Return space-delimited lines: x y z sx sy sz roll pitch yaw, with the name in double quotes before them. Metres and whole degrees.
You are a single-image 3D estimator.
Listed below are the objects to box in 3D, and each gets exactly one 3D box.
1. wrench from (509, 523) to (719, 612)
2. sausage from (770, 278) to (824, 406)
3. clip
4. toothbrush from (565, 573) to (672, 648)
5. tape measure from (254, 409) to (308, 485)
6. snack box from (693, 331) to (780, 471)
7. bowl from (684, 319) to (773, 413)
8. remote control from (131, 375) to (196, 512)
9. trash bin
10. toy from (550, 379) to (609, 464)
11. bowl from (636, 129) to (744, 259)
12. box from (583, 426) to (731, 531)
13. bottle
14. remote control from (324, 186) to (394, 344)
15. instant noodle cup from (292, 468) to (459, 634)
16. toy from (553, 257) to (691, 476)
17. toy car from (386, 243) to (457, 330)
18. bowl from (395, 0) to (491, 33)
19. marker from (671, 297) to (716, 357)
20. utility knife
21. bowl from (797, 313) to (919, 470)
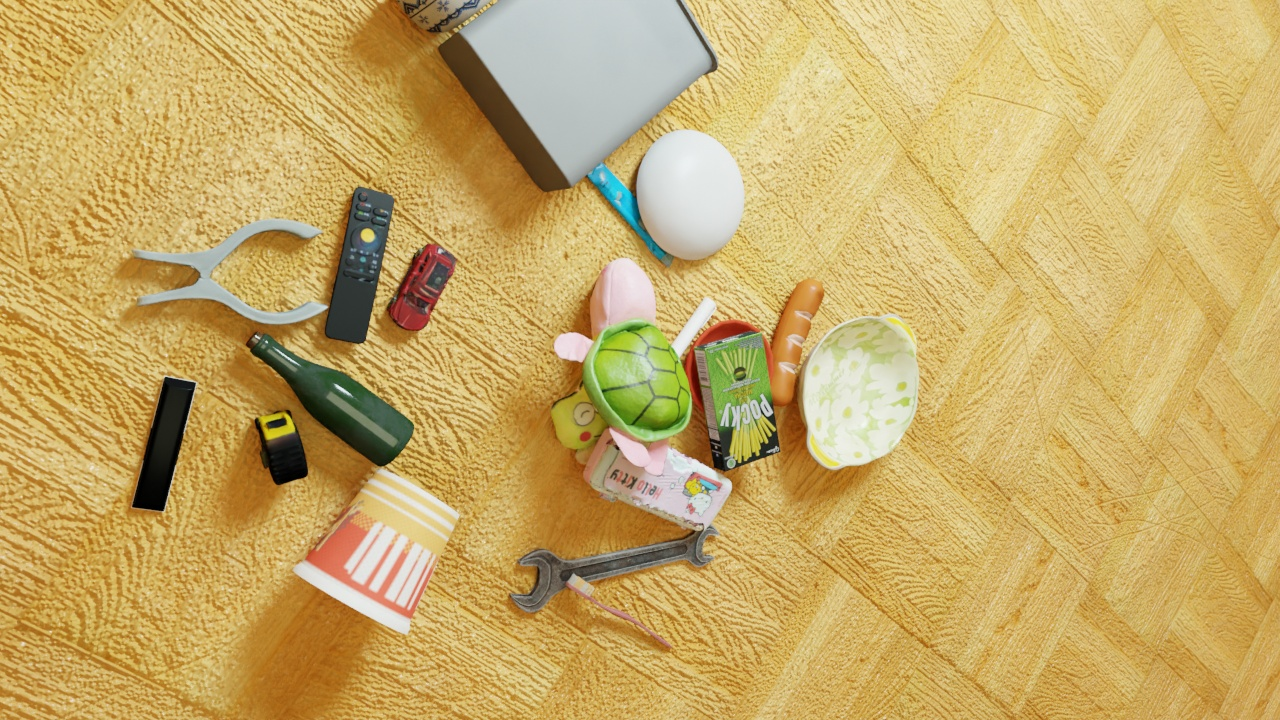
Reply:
"wrench" -0.024 0.237 1.076 0.272 0.010 0.070 -6 98 -27
"sausage" 0.187 -0.023 1.139 0.039 0.044 0.164 22 84 -53
"clip" -0.371 -0.052 0.852 0.171 0.029 0.143 -16 101 -25
"toothbrush" -0.020 0.298 1.075 0.184 0.015 0.015 41 78 -31
"tape measure" -0.339 0.086 0.864 0.038 0.063 0.067 -15 103 -25
"snack box" 0.114 0.047 1.077 0.080 0.025 0.147 -16 103 -25
"bowl" 0.100 0.011 1.102 0.121 0.035 0.122 -3 97 -27
"remote control" -0.436 0.077 0.840 0.028 0.012 0.124 14 89 -28
"trash bin" -0.060 -0.315 0.948 0.219 0.098 0.192 -44 113 -16
"toy" -0.049 0.073 1.026 0.092 0.046 0.115 -40 120 -21
"bowl" 0.068 -0.191 1.049 0.149 0.043 0.149 -1 93 -34
"box" 0.023 0.139 1.046 0.202 0.044 0.086 29 88 -40
"bottle" -0.301 0.032 0.883 0.174 0.055 0.055 42 76 -23
"remote control" -0.276 -0.093 0.902 0.041 0.020 0.152 13 89 -28
"instant noodle cup" -0.249 0.182 0.896 0.123 0.124 0.121 39 70 -26
"toy" -0.006 0.006 0.981 0.189 0.088 0.237 13 59 -40
"toy car" -0.219 -0.073 0.927 0.042 0.036 0.091 30 87 -28
"bowl" -0.176 -0.357 0.872 0.115 0.116 0.059 -46 117 -16
"marker" 0.047 -0.017 1.081 0.020 0.017 0.133 41 77 -26
"utility knife" -0.010 -0.168 1.036 0.158 0.015 0.031 44 71 -23
"bowl" 0.268 0.037 1.179 0.188 0.060 0.219 41 76 -24
